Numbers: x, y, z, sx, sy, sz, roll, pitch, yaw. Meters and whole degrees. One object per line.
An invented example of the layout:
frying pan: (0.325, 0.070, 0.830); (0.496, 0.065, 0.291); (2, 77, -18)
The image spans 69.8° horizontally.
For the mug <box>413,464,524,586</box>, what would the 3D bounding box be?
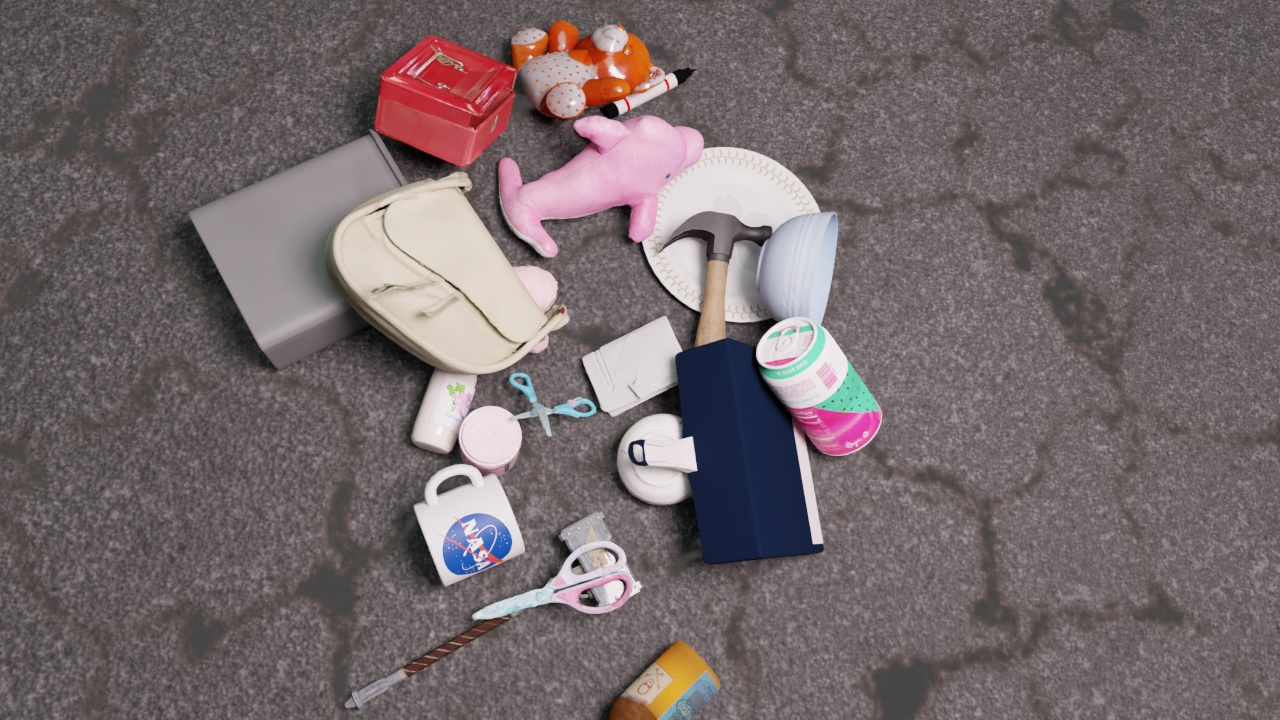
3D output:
mug: (-0.185, 0.165, 0.964); (0.090, 0.091, 0.121); (-21, 112, -16)

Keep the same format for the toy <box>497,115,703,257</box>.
toy: (-0.048, -0.237, 1.104); (0.265, 0.128, 0.186); (-24, 68, -4)

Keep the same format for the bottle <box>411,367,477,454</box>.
bottle: (-0.213, 0.031, 1.032); (0.051, 0.051, 0.146); (17, 70, -4)

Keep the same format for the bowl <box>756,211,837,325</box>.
bowl: (0.181, -0.106, 1.085); (0.075, 0.150, 0.150); (11, 69, 17)

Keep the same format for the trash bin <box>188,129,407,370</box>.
trash bin: (-0.353, -0.125, 1.034); (0.219, 0.098, 0.191); (-29, 80, -16)

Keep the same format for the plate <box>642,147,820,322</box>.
plate: (0.119, -0.161, 1.168); (0.242, 0.016, 0.242); (3, 72, -9)

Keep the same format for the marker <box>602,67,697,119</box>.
marker: (0.015, -0.356, 1.210); (0.145, 0.019, 0.019); (-31, 80, -17)

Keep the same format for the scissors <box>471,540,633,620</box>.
scissors: (-0.095, 0.242, 0.963); (0.174, 0.017, 0.076); (-16, 81, -5)

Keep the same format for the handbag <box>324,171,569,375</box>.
handbag: (-0.196, -0.082, 0.950); (0.183, 0.132, 0.229); (-40, 107, -19)

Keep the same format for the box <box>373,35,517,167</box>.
box: (-0.228, -0.313, 1.085); (0.129, 0.087, 0.158); (23, 35, -3)

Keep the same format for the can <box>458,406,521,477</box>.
can: (-0.165, 0.091, 1.008); (0.067, 0.076, 0.067); (3, 72, -9)

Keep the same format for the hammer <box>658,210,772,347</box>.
hammer: (0.079, -0.028, 1.096); (0.132, 0.040, 0.305); (9, 78, -9)

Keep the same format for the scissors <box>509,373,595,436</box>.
scissors: (-0.114, 0.044, 1.031); (0.126, 0.136, 0.015); (34, 108, 25)

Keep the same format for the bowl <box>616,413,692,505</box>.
bowl: (0.023, 0.111, 1.031); (0.105, 0.054, 0.105); (-1, 81, 8)

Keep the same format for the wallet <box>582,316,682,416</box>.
wallet: (-0.006, 0.006, 1.064); (0.116, 0.032, 0.086); (-31, 72, 10)

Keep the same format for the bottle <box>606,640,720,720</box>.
bottle: (0.006, 0.370, 0.955); (0.156, 0.068, 0.068); (-40, 83, -19)

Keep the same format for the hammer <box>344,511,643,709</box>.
hammer: (-0.160, 0.280, 0.972); (0.321, 0.044, 0.098); (-27, 79, -14)

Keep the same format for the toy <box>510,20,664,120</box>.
toy: (-0.065, -0.371, 1.161); (0.172, 0.093, 0.163); (-22, 55, -20)

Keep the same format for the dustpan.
dustpan: (0.094, 0.102, 1.008); (0.080, 0.272, 0.236); (-16, 74, 30)

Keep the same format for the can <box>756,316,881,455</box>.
can: (0.204, 0.032, 1.047); (0.166, 0.088, 0.088); (48, 66, -33)

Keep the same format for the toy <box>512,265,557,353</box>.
toy: (-0.147, -0.057, 1.074); (0.108, 0.053, 0.105); (-8, 85, -12)
